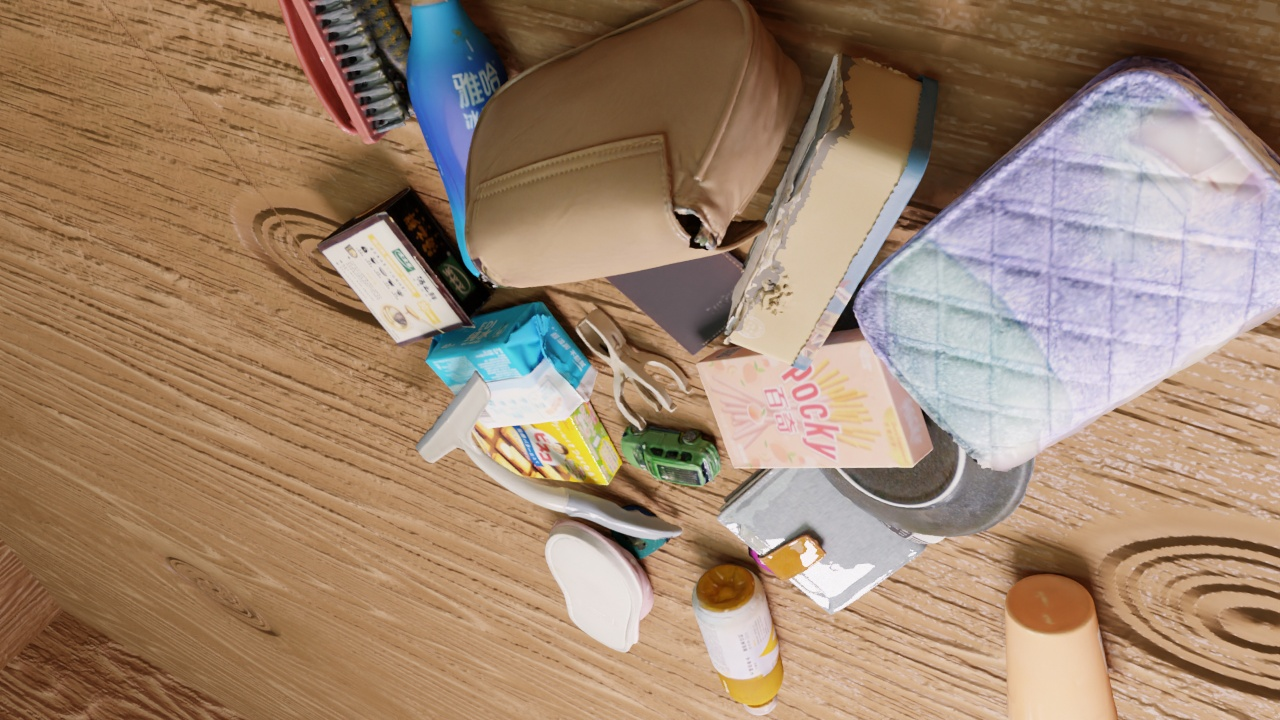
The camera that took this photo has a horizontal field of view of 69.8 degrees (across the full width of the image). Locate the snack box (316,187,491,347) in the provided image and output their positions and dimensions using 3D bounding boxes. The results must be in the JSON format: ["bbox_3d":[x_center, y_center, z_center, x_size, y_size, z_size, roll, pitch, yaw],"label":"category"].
[{"bbox_3d":[-0.191,-0.073,0.756,0.126,0.053,0.113,-13,121,42],"label":"snack box"}]

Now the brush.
[{"bbox_3d":[-0.201,-0.220,0.606,0.069,0.063,0.146,-6,126,23],"label":"brush"}]

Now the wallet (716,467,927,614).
[{"bbox_3d":[0.137,0.130,0.707,0.129,0.037,0.107,42,110,-9],"label":"wallet"}]

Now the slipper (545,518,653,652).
[{"bbox_3d":[-0.037,0.229,0.948,0.114,0.054,0.275,23,148,19],"label":"slipper"}]

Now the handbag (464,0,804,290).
[{"bbox_3d":[-0.008,-0.111,0.515,0.205,0.147,0.099,-5,151,41],"label":"handbag"}]

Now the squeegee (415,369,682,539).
[{"bbox_3d":[-0.073,0.115,0.814,0.246,0.039,0.247,28,153,-14],"label":"squeegee"}]

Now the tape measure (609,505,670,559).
[{"bbox_3d":[-0.004,0.166,0.884,0.054,0.025,0.058,39,141,-6],"label":"tape measure"}]

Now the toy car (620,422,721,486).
[{"bbox_3d":[0.023,0.080,0.771,0.091,0.036,0.043,10,136,34],"label":"toy car"}]

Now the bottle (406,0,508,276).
[{"bbox_3d":[-0.113,-0.155,0.605,0.065,0.065,0.219,13,137,26],"label":"bottle"}]

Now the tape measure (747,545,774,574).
[{"bbox_3d":[0.121,0.154,0.771,0.057,0.039,0.058,27,145,10],"label":"tape measure"}]

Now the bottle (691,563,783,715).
[{"bbox_3d":[0.099,0.276,0.887,0.068,0.067,0.190,8,133,30],"label":"bottle"}]

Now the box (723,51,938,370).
[{"bbox_3d":[0.101,-0.080,0.504,0.059,0.089,0.185,21,143,-1],"label":"box"}]

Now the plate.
[{"bbox_3d":[0.161,0.040,0.591,0.179,0.024,0.180,30,135,36],"label":"plate"}]

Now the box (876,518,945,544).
[{"bbox_3d":[0.205,0.073,0.615,0.071,0.057,0.165,49,146,25],"label":"box"}]

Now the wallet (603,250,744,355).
[{"bbox_3d":[0.020,-0.065,0.640,0.122,0.020,0.097,40,141,-9],"label":"wallet"}]

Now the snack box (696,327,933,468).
[{"bbox_3d":[0.108,0.028,0.604,0.158,0.026,0.084,-9,105,53],"label":"snack box"}]

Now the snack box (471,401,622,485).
[{"bbox_3d":[-0.093,0.070,0.847,0.141,0.033,0.087,-1,130,34],"label":"snack box"}]

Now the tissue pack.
[{"bbox_3d":[-0.108,0.003,0.764,0.140,0.063,0.090,-9,128,44],"label":"tissue pack"}]

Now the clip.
[{"bbox_3d":[0.001,0.004,0.712,0.093,0.034,0.103,-3,120,43],"label":"clip"}]

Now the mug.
[{"bbox_3d":[0.308,0.222,0.679,0.078,0.078,0.123,3,126,34],"label":"mug"}]

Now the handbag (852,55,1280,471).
[{"bbox_3d":[0.213,-0.043,0.449,0.134,0.075,0.194,50,131,4],"label":"handbag"}]
